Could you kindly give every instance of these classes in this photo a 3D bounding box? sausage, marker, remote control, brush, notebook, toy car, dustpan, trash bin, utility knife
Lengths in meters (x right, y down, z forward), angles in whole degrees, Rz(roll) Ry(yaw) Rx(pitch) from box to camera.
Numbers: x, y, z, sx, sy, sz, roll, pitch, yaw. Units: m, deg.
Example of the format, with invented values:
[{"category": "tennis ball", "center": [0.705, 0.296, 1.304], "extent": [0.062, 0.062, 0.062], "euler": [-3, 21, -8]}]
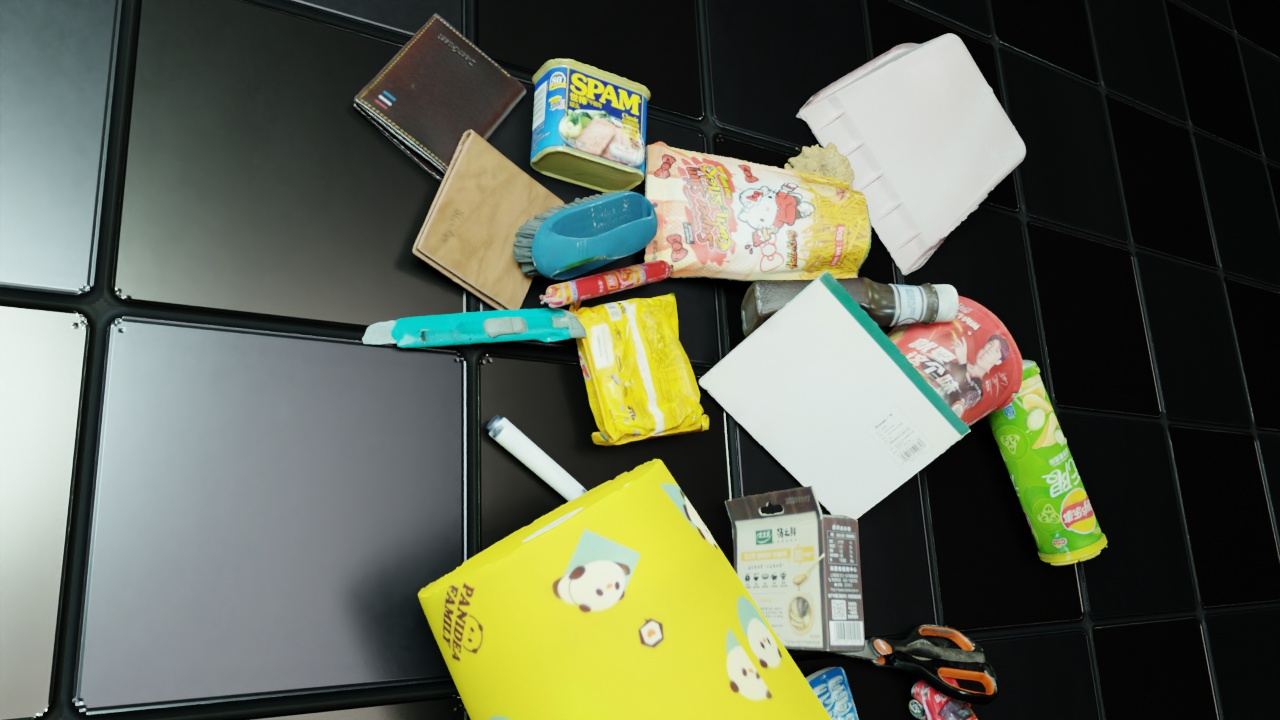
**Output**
[{"category": "sausage", "center": [-0.023, -0.064, 0.751], "extent": [0.155, 0.020, 0.020], "euler": [-20, 88, -45]}, {"category": "marker", "center": [-0.069, 0.090, 0.713], "extent": [0.130, 0.018, 0.022], "euler": [43, 67, -17]}, {"category": "remote control", "center": [0.172, 0.334, 0.799], "extent": [0.049, 0.024, 0.125], "euler": [-10, 81, -35]}, {"category": "brush", "center": [0.184, -0.103, 0.926], "extent": [0.083, 0.046, 0.254], "euler": [9, 76, -36]}, {"category": "brush", "center": [-0.033, -0.102, 0.742], "extent": [0.143, 0.074, 0.055], "euler": [-28, 121, -46]}, {"category": "notebook", "center": [0.177, 0.041, 0.828], "extent": [0.209, 0.150, 0.012], "euler": [45, 14, -15]}, {"category": "toy car", "center": [0.297, 0.354, 0.865], "extent": [0.052, 0.045, 0.120], "euler": [-20, 86, -37]}, {"category": "dustpan", "center": [0.320, -0.252, 1.072], "extent": [0.273, 0.139, 0.222], "euler": [-33, 98, -7]}, {"category": "trash bin", "center": [-0.004, 0.219, 0.604], "extent": [0.229, 0.230, 0.255], "euler": [-27, 86, -36]}, {"category": "utility knife", "center": [-0.123, -0.024, 0.696], "extent": [0.171, 0.013, 0.029], "euler": [-5, 72, -21]}]

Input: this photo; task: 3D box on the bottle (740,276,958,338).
[{"category": "bottle", "center": [0.195, -0.049, 0.849], "extent": [0.195, 0.080, 0.044], "euler": [-3, 71, -7]}]

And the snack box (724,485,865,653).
[{"category": "snack box", "center": [0.124, 0.174, 0.758], "extent": [0.053, 0.113, 0.125], "euler": [12, 71, -32]}]

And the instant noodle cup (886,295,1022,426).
[{"category": "instant noodle cup", "center": [0.285, 0.017, 0.902], "extent": [0.108, 0.138, 0.138], "euler": [-32, 95, -29]}]

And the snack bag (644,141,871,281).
[{"category": "snack bag", "center": [0.103, -0.131, 0.847], "extent": [0.207, 0.073, 0.128], "euler": [5, 74, -14]}]

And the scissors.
[{"category": "scissors", "center": [0.236, 0.277, 0.835], "extent": [0.234, 0.022, 0.125], "euler": [2, 37, -36]}]

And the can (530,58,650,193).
[{"category": "can", "center": [-0.043, -0.198, 0.787], "extent": [0.102, 0.057, 0.083], "euler": [10, 74, -31]}]

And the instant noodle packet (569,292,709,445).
[{"category": "instant noodle packet", "center": [-0.005, 0.004, 0.764], "extent": [0.110, 0.044, 0.128], "euler": [-7, 79, -33]}]

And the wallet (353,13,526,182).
[{"category": "wallet", "center": [-0.159, -0.212, 0.738], "extent": [0.096, 0.020, 0.122], "euler": [40, 56, -18]}]

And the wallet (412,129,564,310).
[{"category": "wallet", "center": [-0.118, -0.107, 0.724], "extent": [0.101, 0.020, 0.115], "euler": [34, 63, -35]}]

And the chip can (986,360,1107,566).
[{"category": "chip can", "center": [0.437, 0.109, 1.009], "extent": [0.072, 0.073, 0.221], "euler": [-19, 88, -36]}]
